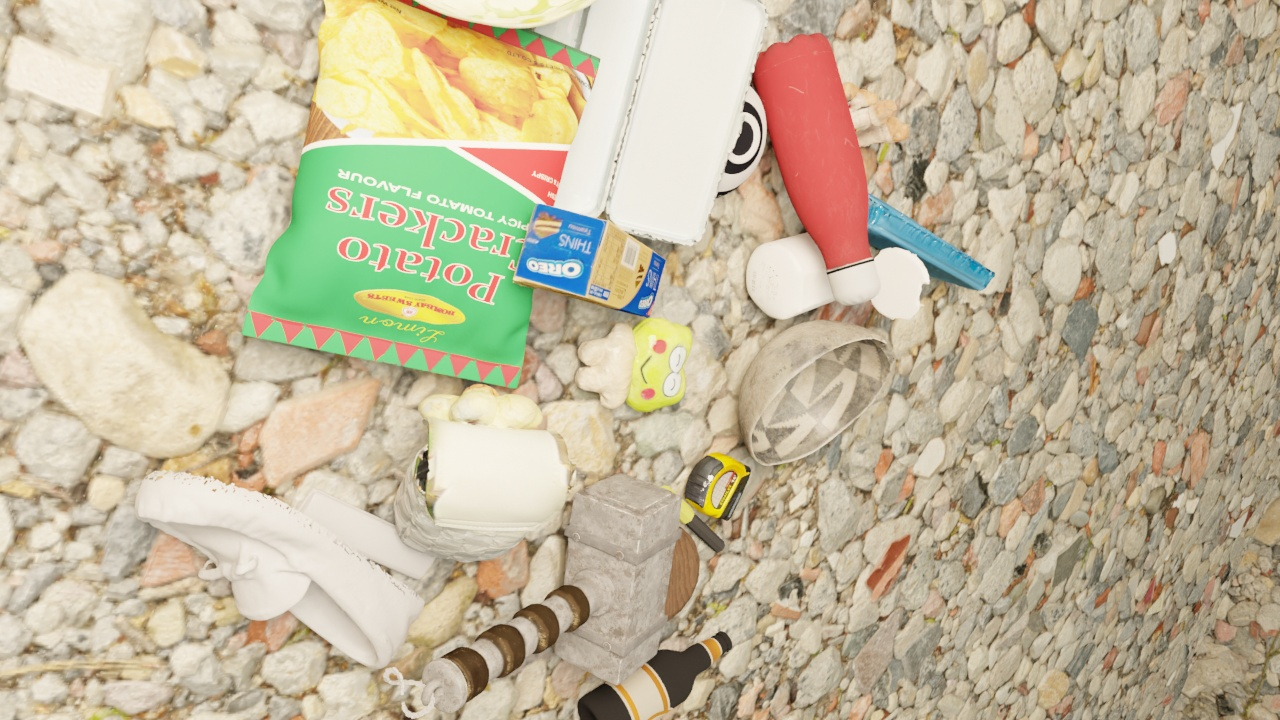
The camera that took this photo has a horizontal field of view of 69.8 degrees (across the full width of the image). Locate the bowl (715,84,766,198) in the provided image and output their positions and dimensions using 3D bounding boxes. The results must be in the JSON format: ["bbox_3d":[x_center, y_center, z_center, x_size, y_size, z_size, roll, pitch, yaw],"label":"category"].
[{"bbox_3d":[0.066,-0.196,0.795,0.120,0.066,0.120,-14,115,-33],"label":"bowl"}]

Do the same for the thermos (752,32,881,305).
[{"bbox_3d":[0.165,-0.166,0.823,0.073,0.073,0.240,-17,92,-32],"label":"thermos"}]

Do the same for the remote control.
[{"bbox_3d":[-0.219,0.142,0.738,0.131,0.012,0.033,39,82,-41],"label":"remote control"}]

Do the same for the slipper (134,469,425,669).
[{"bbox_3d":[-0.257,0.154,0.664,0.247,0.112,0.074,53,32,-41],"label":"slipper"}]

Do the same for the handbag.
[{"bbox_3d":[-0.129,0.087,0.708,0.112,0.172,0.123,5,64,-21],"label":"handbag"}]

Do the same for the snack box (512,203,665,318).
[{"bbox_3d":[-0.031,-0.069,0.702,0.206,0.056,0.057,7,99,-77],"label":"snack box"}]

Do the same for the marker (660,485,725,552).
[{"bbox_3d":[0.052,0.168,0.957,0.021,0.017,0.124,-30,132,14],"label":"marker"}]

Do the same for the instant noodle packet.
[{"bbox_3d":[-0.145,-0.120,0.637,0.195,0.090,0.253,13,94,-28],"label":"instant noodle packet"}]

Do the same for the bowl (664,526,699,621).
[{"bbox_3d":[0.021,0.229,0.946,0.117,0.030,0.118,-14,115,-33],"label":"bowl"}]

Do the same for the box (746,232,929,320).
[{"bbox_3d":[0.185,-0.075,0.881,0.106,0.150,0.080,-21,120,-33],"label":"box"}]

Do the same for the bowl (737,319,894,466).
[{"bbox_3d":[0.162,0.020,0.936,0.178,0.081,0.179,-24,142,-21],"label":"bowl"}]

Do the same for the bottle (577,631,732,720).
[{"bbox_3d":[0.023,0.339,0.971,0.181,0.059,0.059,-22,119,-30],"label":"bottle"}]

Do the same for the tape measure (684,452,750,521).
[{"bbox_3d":[0.077,0.127,0.947,0.064,0.037,0.065,21,91,-41],"label":"tape measure"}]

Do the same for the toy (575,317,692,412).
[{"bbox_3d":[-0.005,0.005,0.833,0.115,0.046,0.092,-1,110,-29],"label":"toy"}]

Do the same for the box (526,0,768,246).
[{"bbox_3d":[-0.007,-0.204,0.720,0.188,0.037,0.209,7,108,-23],"label":"box"}]

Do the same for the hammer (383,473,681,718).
[{"bbox_3d":[-0.082,0.219,0.760,0.325,0.079,0.177,-16,118,-57],"label":"hammer"}]

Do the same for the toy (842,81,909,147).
[{"bbox_3d":[0.196,-0.215,0.884,0.106,0.074,0.085,-43,169,18],"label":"toy"}]

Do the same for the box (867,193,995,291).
[{"bbox_3d":[0.284,-0.135,0.973,0.231,0.093,0.052,18,96,-40],"label":"box"}]

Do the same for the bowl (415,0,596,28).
[{"bbox_3d":[-0.093,-0.299,0.603,0.219,0.060,0.188,-28,90,-10],"label":"bowl"}]
